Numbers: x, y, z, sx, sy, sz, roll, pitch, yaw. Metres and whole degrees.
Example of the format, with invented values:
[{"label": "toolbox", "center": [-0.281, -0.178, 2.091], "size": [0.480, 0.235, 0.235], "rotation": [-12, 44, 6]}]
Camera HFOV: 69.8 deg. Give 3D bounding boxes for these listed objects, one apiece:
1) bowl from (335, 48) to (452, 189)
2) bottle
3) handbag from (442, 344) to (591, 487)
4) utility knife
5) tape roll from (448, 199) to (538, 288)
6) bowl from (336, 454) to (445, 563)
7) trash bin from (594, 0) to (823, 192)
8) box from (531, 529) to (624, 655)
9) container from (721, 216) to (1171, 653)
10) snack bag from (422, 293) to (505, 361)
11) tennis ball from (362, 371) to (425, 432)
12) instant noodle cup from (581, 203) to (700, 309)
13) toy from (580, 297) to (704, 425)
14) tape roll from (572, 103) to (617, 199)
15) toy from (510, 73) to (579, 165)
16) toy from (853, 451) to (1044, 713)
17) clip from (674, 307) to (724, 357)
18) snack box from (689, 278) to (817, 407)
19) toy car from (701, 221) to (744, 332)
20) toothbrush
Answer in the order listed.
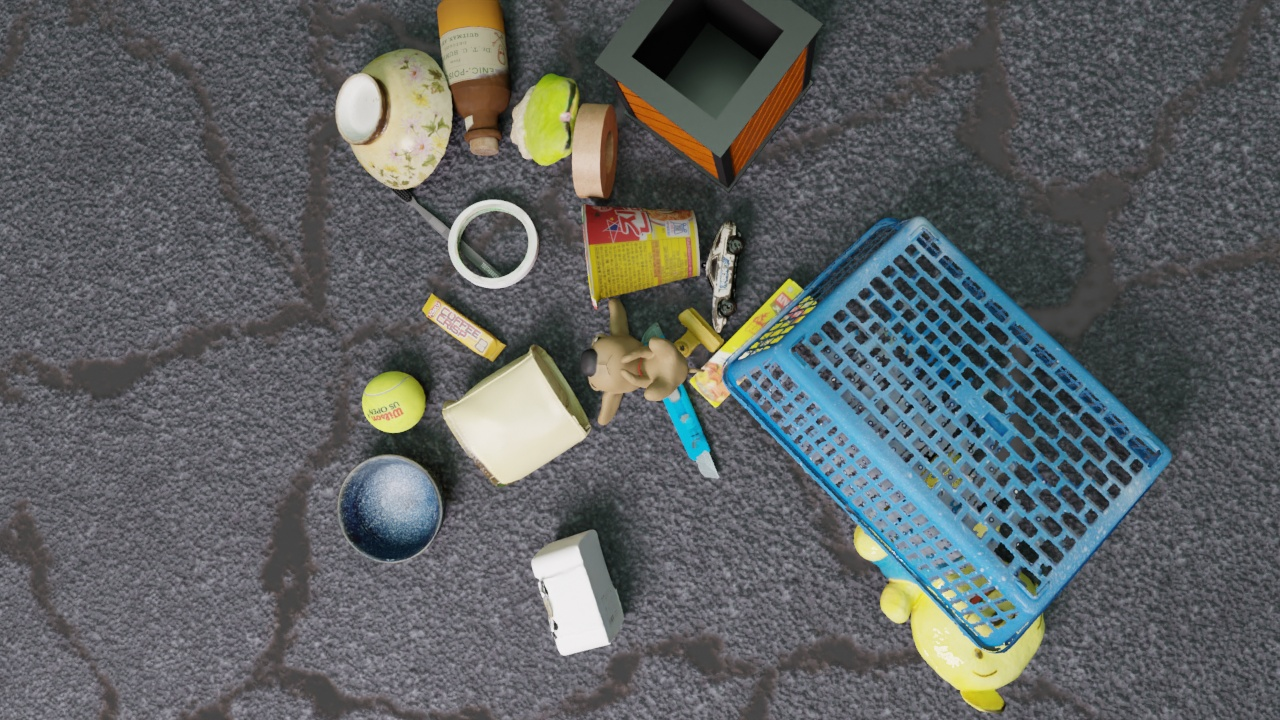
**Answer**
[{"label": "bowl", "center": [-0.267, -0.254, 0.947], "size": [0.145, 0.063, 0.145], "rotation": [2, 93, 35]}, {"label": "bottle", "center": [-0.170, -0.294, 0.958], "size": [0.068, 0.067, 0.157], "rotation": [-6, 90, 8]}, {"label": "handbag", "center": [-0.128, 0.060, 0.953], "size": [0.119, 0.081, 0.111], "rotation": [-33, 93, 6]}, {"label": "utility knife", "center": [0.041, 0.045, 0.958], "size": [0.031, 0.015, 0.175], "rotation": [-26, 88, 22]}, {"label": "tape roll", "center": [-0.156, -0.124, 0.977], "size": [0.094, 0.018, 0.094], "rotation": [0, 87, 1]}, {"label": "bowl", "center": [-0.258, 0.154, 0.979], "size": [0.114, 0.060, 0.114], "rotation": [0, 90, 6]}, {"label": "trash bin", "center": [0.068, -0.272, 0.871], "size": [0.140, 0.171, 0.140], "rotation": [38, 95, 6]}, {"label": "box", "center": [-0.081, 0.241, 0.934], "size": [0.095, 0.102, 0.107], "rotation": [-21, 88, 9]}, {"label": "container", "center": [0.286, 0.048, 0.834], "size": [0.256, 0.089, 0.362], "rotation": [-42, 81, -15]}, {"label": "snack bag", "center": [-0.192, -0.036, 0.988], "size": [0.099, 0.020, 0.026], "rotation": [36, 94, 6]}, {"label": "tennis ball", "center": [-0.262, 0.044, 0.976], "size": [0.065, 0.065, 0.065], "rotation": [0, 90, 8]}, {"label": "instant noodle cup", "center": [0.001, -0.115, 0.928], "size": [0.112, 0.100, 0.100], "rotation": [-7, 89, 0]}, {"label": "toy", "center": [-0.005, 0.005, 0.917], "size": [0.108, 0.105, 0.134], "rotation": [8, 93, 40]}, {"label": "tape roll", "center": [-0.045, -0.211, 0.928], "size": [0.027, 0.094, 0.094], "rotation": [6, 91, 8]}, {"label": "toy", "center": [-0.101, -0.244, 0.938], "size": [0.043, 0.118, 0.092], "rotation": [2, 94, -35]}, {"label": "toy", "center": [0.301, 0.213, 0.884], "size": [0.148, 0.084, 0.214], "rotation": [-36, 87, -13]}, {"label": "clip", "center": [0.056, -0.025, 0.953], "size": [0.054, 0.047, 0.047], "rotation": [46, 61, 5]}, {"label": "snack box", "center": [0.115, -0.017, 0.939], "size": [0.040, 0.029, 0.148], "rotation": [44, 96, 5]}, {"label": "toy car", "center": [0.081, -0.085, 0.933], "size": [0.040, 0.048, 0.113], "rotation": [6, 91, 4]}, {"label": "toothbrush", "center": [-0.210, -0.138, 0.994], "size": [0.167, 0.013, 0.013], "rotation": [41, 95, 3]}]
